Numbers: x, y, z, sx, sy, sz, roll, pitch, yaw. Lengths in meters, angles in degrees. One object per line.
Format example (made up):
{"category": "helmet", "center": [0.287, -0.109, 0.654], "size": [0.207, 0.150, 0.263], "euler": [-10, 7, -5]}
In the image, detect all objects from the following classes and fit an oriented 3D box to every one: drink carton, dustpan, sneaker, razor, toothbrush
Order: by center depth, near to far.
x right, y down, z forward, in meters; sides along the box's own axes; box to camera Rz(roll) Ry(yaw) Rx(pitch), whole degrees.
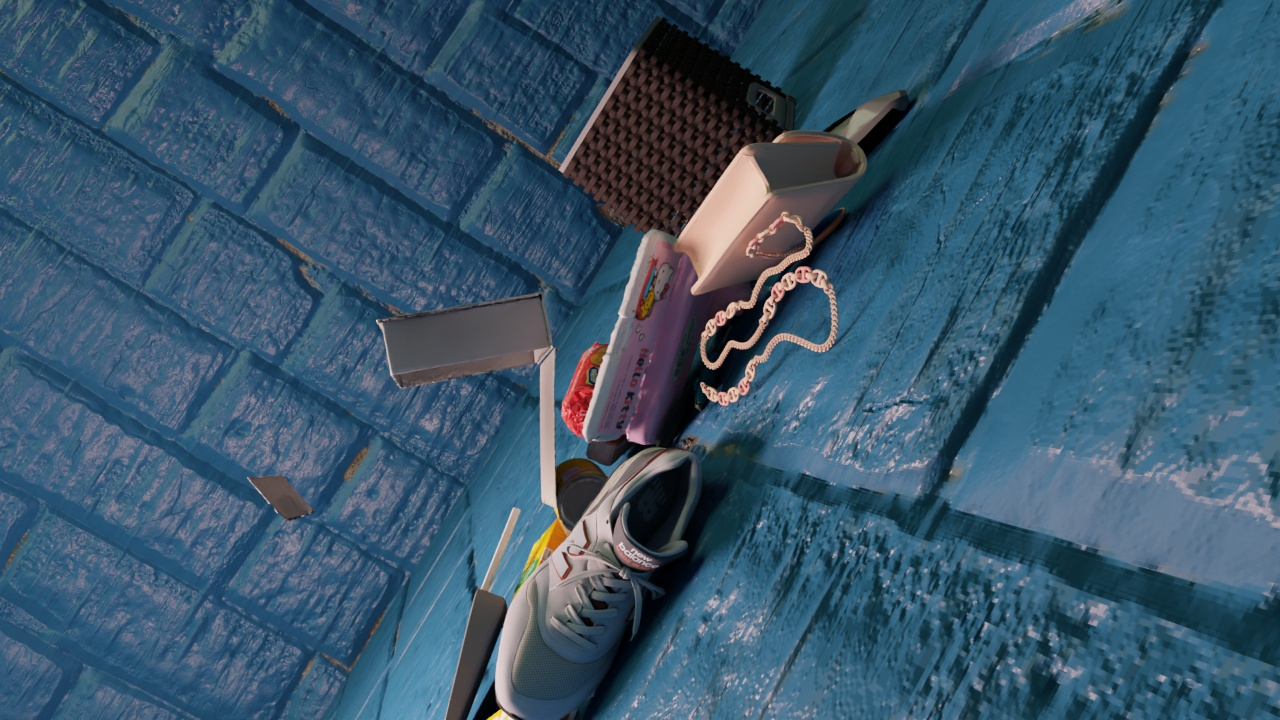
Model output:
{"category": "sneaker", "center": [-0.022, 0.152, 0.677], "size": [0.239, 0.089, 0.124], "euler": [-59, 6, -29]}
{"category": "drink carton", "center": [-0.098, 0.305, 0.718], "size": [0.123, 0.040, 0.058], "euler": [-49, 13, 44]}
{"category": "toothbrush", "center": [0.144, -0.096, 0.849], "size": [0.135, 0.017, 0.021], "euler": [-49, 26, 43]}
{"category": "razor", "center": [0.189, -0.205, 0.870], "size": [0.157, 0.060, 0.057], "euler": [-21, 21, 42]}
{"category": "dustpan", "center": [-0.165, 0.280, 0.957], "size": [0.163, 0.033, 0.257], "euler": [110, 180, -70]}
{"category": "drink carton", "center": [-0.099, 0.229, 0.967], "size": [0.058, 0.041, 0.122], "euler": [-51, 12, 36]}

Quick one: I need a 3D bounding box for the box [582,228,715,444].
{"category": "box", "center": [0.017, -0.015, 0.868], "size": [0.153, 0.041, 0.201], "euler": [4, -76, -68]}

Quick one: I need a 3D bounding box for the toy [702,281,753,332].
{"category": "toy", "center": [0.081, -0.075, 0.953], "size": [0.052, 0.099, 0.096], "euler": [-25, 14, -36]}

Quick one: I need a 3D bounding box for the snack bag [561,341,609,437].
{"category": "snack bag", "center": [-0.056, 0.041, 1.263], "size": [0.082, 0.082, 0.176], "euler": [-53, 11, 26]}

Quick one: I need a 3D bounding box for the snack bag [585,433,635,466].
{"category": "snack bag", "center": [-0.006, 0.006, 0.976], "size": [0.077, 0.041, 0.226], "euler": [-39, -28, -55]}

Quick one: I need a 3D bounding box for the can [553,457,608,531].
{"category": "can", "center": [-0.062, 0.143, 0.973], "size": [0.067, 0.067, 0.105], "euler": [-58, 10, -4]}

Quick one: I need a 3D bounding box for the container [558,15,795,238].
{"category": "container", "center": [0.055, -0.331, 1.365], "size": [0.246, 0.243, 0.246], "euler": [-52, 11, 31]}

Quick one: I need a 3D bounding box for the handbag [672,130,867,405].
{"category": "handbag", "center": [0.124, -0.069, 0.769], "size": [0.199, 0.116, 0.187], "euler": [-50, 56, 55]}

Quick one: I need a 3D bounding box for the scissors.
{"category": "scissors", "center": [0.053, 0.033, 0.895], "size": [0.118, 0.019, 0.148], "euler": [-56, 6, 25]}

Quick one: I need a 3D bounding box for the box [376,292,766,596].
{"category": "box", "center": [-0.070, 0.078, 0.976], "size": [0.164, 0.446, 0.167], "euler": [-51, 5, -11]}

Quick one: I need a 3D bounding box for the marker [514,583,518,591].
{"category": "marker", "center": [-0.114, 0.236, 1.110], "size": [0.139, 0.016, 0.022], "euler": [-54, 41, 16]}
